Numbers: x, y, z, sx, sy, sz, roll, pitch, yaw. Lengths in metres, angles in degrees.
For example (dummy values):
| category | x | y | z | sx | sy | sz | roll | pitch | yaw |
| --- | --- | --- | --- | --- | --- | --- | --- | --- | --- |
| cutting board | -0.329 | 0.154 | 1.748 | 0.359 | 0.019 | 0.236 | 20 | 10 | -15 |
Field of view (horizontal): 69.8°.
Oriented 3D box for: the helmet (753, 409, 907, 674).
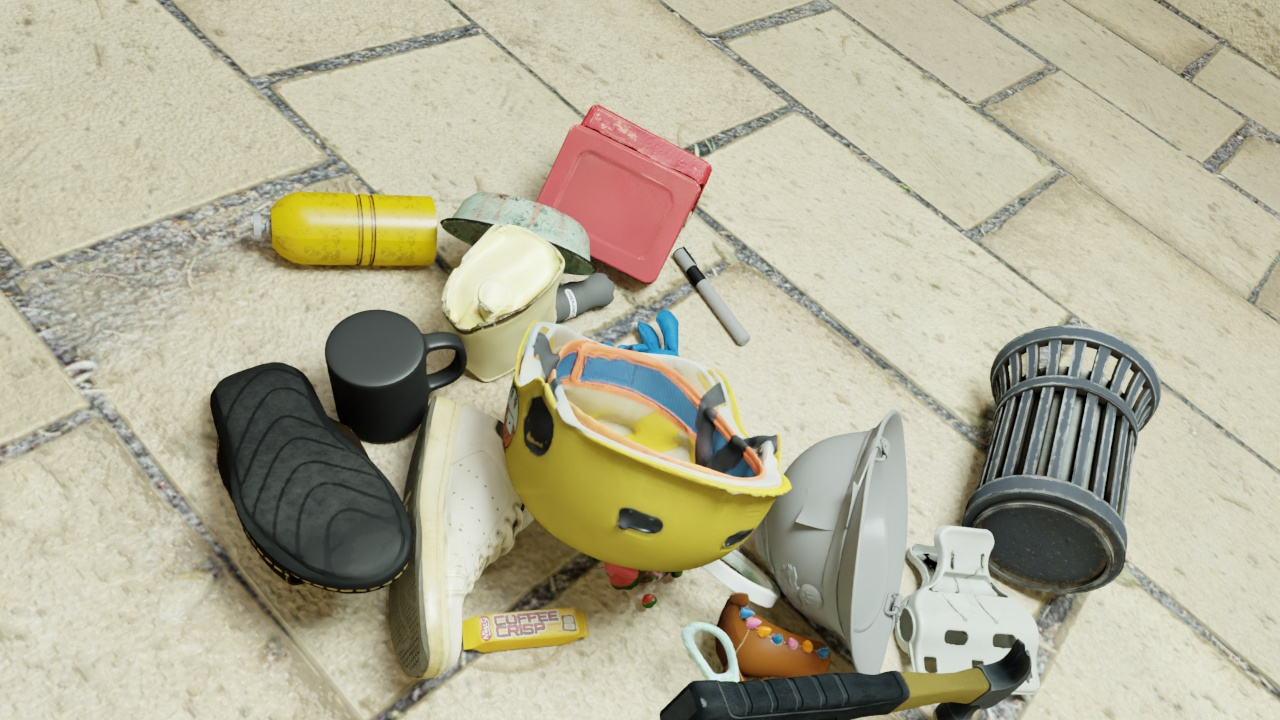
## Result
| category | x | y | z | sx | sy | sz | roll | pitch | yaw |
| --- | --- | --- | --- | --- | --- | --- | --- | --- | --- |
| helmet | 0.155 | 0.146 | 0.781 | 0.118 | 0.183 | 0.270 | 0 | 26 | 25 |

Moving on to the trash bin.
| category | x | y | z | sx | sy | sz | roll | pitch | yaw |
| --- | --- | --- | --- | --- | --- | --- | --- | --- | --- |
| trash bin | 0.411 | 0.100 | 0.905 | 0.164 | 0.165 | 0.226 | 30 | 50 | 5 |

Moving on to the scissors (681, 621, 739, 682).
| category | x | y | z | sx | sy | sz | roll | pitch | yaw |
| --- | --- | --- | --- | --- | --- | --- | --- | --- | --- |
| scissors | 0.073 | 0.272 | 0.683 | 0.171 | 0.022 | 0.174 | -10 | 75 | -15 |

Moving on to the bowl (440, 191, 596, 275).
| category | x | y | z | sx | sy | sz | roll | pitch | yaw |
| --- | --- | --- | --- | --- | --- | --- | --- | --- | --- |
| bowl | -0.114 | -0.127 | 0.900 | 0.157 | 0.157 | 0.038 | 17 | 85 | -8 |

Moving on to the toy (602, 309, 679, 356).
| category | x | y | z | sx | sy | sz | roll | pitch | yaw |
| --- | --- | --- | --- | --- | --- | --- | --- | --- | --- |
| toy | -0.005 | 0.005 | 0.880 | 0.071 | 0.113 | 0.176 | 54 | 27 | -3 |

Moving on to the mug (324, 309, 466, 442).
| category | x | y | z | sx | sy | sz | roll | pitch | yaw |
| --- | --- | --- | --- | --- | --- | --- | --- | --- | --- |
| mug | -0.203 | 0.009 | 0.775 | 0.113 | 0.088 | 0.078 | -16 | 60 | -20 |

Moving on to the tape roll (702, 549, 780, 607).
| category | x | y | z | sx | sy | sz | roll | pitch | yaw |
| --- | --- | --- | --- | --- | --- | --- | --- | --- | --- |
| tape roll | 0.075 | 0.172 | 0.765 | 0.093 | 0.013 | 0.093 | 34 | 4 | -3 |

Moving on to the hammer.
| category | x | y | z | sx | sy | sz | roll | pitch | yaw |
| --- | --- | --- | --- | --- | --- | --- | --- | --- | --- |
| hammer | 0.161 | 0.238 | 0.653 | 0.332 | 0.118 | 0.025 | 10 | 40 | -34 |

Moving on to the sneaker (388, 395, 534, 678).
| category | x | y | z | sx | sy | sz | roll | pitch | yaw |
| --- | --- | --- | --- | --- | --- | --- | --- | --- | --- |
| sneaker | -0.133 | 0.135 | 0.716 | 0.102 | 0.089 | 0.241 | 15 | 43 | -21 |

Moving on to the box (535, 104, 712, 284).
| category | x | y | z | sx | sy | sz | roll | pitch | yaw |
| --- | --- | --- | --- | --- | --- | --- | --- | --- | --- |
| box | -0.025 | -0.173 | 1.011 | 0.157 | 0.154 | 0.168 | 27 | 68 | 3 |

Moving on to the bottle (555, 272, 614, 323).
| category | x | y | z | sx | sy | sz | roll | pitch | yaw |
| --- | --- | --- | --- | --- | --- | --- | --- | --- | --- |
| bottle | -0.076 | -0.060 | 0.932 | 0.109 | 0.036 | 0.036 | -22 | 61 | -35 |

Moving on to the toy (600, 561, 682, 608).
| category | x | y | z | sx | sy | sz | roll | pitch | yaw |
| --- | --- | --- | --- | --- | --- | --- | --- | --- | --- |
| toy | -0.011 | 0.152 | 0.771 | 0.103 | 0.046 | 0.084 | 36 | 60 | 18 |

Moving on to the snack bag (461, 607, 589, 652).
| category | x | y | z | sx | sy | sz | roll | pitch | yaw |
| --- | --- | --- | --- | --- | --- | --- | --- | --- | --- |
| snack bag | -0.087 | 0.207 | 0.707 | 0.099 | 0.020 | 0.026 | 2 | 49 | -21 |

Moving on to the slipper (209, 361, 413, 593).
| category | x | y | z | sx | sy | sz | roll | pitch | yaw |
| --- | --- | --- | --- | --- | --- | --- | --- | --- | --- |
| slipper | -0.255 | 0.092 | 0.701 | 0.112 | 0.076 | 0.268 | -23 | 43 | -29 |

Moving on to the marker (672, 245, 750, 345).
| category | x | y | z | sx | sy | sz | roll | pitch | yaw |
| --- | --- | --- | --- | --- | --- | --- | --- | --- | --- |
| marker | 0.079 | -0.072 | 1.019 | 0.016 | 0.016 | 0.140 | -16 | 58 | -32 |

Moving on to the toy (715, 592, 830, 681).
| category | x | y | z | sx | sy | sz | roll | pitch | yaw |
| --- | --- | --- | --- | --- | --- | --- | --- | --- | --- |
| toy | 0.104 | 0.216 | 0.716 | 0.090 | 0.103 | 0.070 | 10 | 44 | 16 |

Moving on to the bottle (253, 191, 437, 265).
| category | x | y | z | sx | sy | sz | roll | pitch | yaw |
| --- | --- | --- | --- | --- | --- | --- | --- | --- | --- |
| bottle | -0.286 | -0.127 | 0.887 | 0.163 | 0.071 | 0.071 | -2 | 52 | -23 |

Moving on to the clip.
| category | x | y | z | sx | sy | sz | roll | pitch | yaw |
| --- | --- | --- | --- | --- | --- | --- | --- | --- | --- |
| clip | 0.287 | 0.224 | 0.820 | 0.124 | 0.073 | 0.142 | 9 | 55 | -17 |

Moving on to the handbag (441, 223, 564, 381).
| category | x | y | z | sx | sy | sz | roll | pitch | yaw |
| --- | --- | --- | --- | --- | --- | --- | --- | --- | --- |
| handbag | -0.127 | -0.051 | 0.830 | 0.081 | 0.119 | 0.111 | 36 | 68 | 7 |

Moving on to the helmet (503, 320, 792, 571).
| category | x | y | z | sx | sy | sz | roll | pitch | yaw |
| --- | --- | --- | --- | --- | --- | --- | --- | --- | --- |
| helmet | -0.008 | 0.086 | 0.691 | 0.209 | 0.140 | 0.240 | 15 | 21 | -27 |
